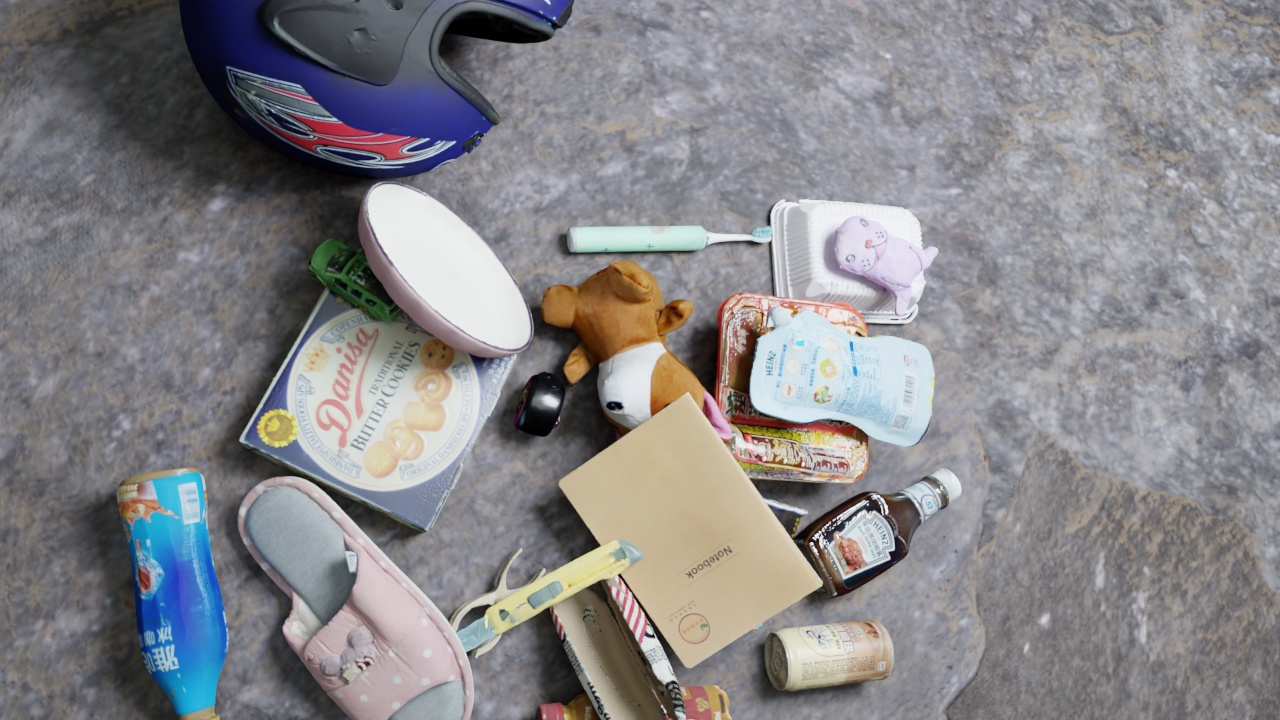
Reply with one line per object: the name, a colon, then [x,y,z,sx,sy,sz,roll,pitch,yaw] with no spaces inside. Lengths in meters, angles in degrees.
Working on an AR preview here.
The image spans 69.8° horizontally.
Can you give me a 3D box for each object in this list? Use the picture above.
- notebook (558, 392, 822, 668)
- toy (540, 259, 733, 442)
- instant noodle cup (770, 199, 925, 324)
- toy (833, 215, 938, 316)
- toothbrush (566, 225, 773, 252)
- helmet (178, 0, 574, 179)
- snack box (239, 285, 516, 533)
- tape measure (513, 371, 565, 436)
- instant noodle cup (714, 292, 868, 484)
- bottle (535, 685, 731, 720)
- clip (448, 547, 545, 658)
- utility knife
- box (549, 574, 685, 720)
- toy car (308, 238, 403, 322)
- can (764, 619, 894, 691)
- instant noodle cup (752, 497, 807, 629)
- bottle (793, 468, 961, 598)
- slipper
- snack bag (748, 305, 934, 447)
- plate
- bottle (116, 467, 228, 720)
notebook: [0.043,0.154,0.821,0.148,0.008,0.207,-35,89,10]
toy: [-0.005,0.005,0.867,0.130,0.140,0.199,-31,100,-59]
instant noodle cup: [0.232,-0.113,0.992,0.173,0.060,0.138,1,79,-18]
toy: [0.244,-0.104,0.941,0.108,0.039,0.083,29,81,-11]
toothbrush: [0.034,-0.126,0.950,0.224,0.027,0.026,-3,44,-17]
helmet: [-0.223,-0.276,0.790,0.315,0.247,0.240,8,103,-19]
snack box: [-0.232,0.036,0.829,0.182,0.046,0.177,28,72,-11]
tape measure: [-0.093,0.043,0.864,0.039,0.057,0.057,21,66,-13]
instant noodle cup: [0.145,0.030,0.927,0.164,0.079,0.188,6,79,-16]
bottle: [-0.007,0.330,0.835,0.174,0.058,0.057,3,79,-17]
clip: [-0.124,0.229,0.832,0.104,0.035,0.081,-33,89,-22]
utility knife: [-0.089,0.210,0.809,0.198,0.021,0.031,-29,77,-4]
box: [-0.026,0.264,0.814,0.087,0.076,0.163,-29,59,-11]
toy car: [-0.246,-0.072,0.804,0.091,0.036,0.043,32,71,-5]
can: [0.185,0.289,0.901,0.116,0.059,0.058,-1,80,-18]
instant noodle cup: [0.091,0.187,0.875,0.111,0.111,0.120,16,84,-14]
bottle: [0.251,0.171,0.953,0.194,0.044,0.080,-26,89,-20]
slipper: [-0.242,0.215,0.769,0.114,0.054,0.274,-37,89,9]
snack bag: [0.194,0.015,0.884,0.191,0.039,0.110,14,84,-17]
plate: [-0.177,-0.074,0.815,0.039,0.192,0.192,-39,93,18]
bottle: [-0.374,0.199,0.745,0.065,0.065,0.218,-10,84,-19]
